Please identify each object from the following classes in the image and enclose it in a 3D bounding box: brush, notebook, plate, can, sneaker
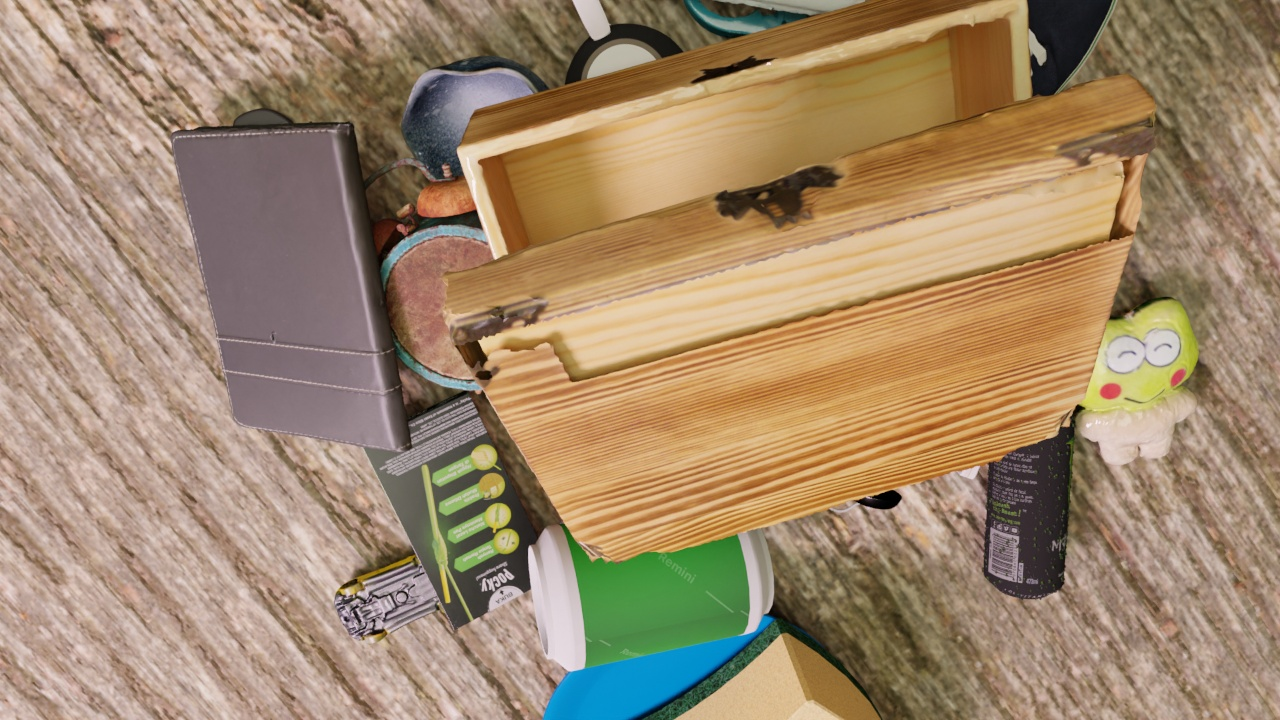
[{"bbox_3d":[0.061,0.318,0.645,0.250,0.075,0.195,-33,116,8],"label":"brush"},{"bbox_3d":[-0.230,-0.047,0.599,0.170,0.029,0.209,7,110,30],"label":"notebook"},{"bbox_3d":[0.038,0.264,0.673,0.224,0.024,0.225,-3,116,-7],"label":"plate"},{"bbox_3d":[0.005,0.137,0.573,0.139,0.088,0.088,-8,101,-13],"label":"can"},{"bbox_3d":[0.211,-0.171,0.568,0.084,0.079,0.235,44,99,-5],"label":"sneaker"},{"bbox_3d":[0.266,0.093,0.630,0.054,0.054,0.138,-1,101,3],"label":"can"}]

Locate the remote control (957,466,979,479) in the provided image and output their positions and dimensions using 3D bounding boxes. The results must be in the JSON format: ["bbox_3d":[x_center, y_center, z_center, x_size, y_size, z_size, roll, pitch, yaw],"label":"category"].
[{"bbox_3d":[0.240,0.011,0.617,0.011,0.050,0.136,19,101,-1],"label":"remote control"}]

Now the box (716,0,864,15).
[{"bbox_3d":[0.050,-0.304,0.536,0.211,0.084,0.186,19,106,15],"label":"box"}]

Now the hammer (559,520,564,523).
[{"bbox_3d":[0.059,0.055,0.635,0.098,0.052,0.328,38,95,-21],"label":"hammer"}]

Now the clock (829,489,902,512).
[{"bbox_3d":[0.161,0.051,0.631,0.091,0.042,0.121,42,99,-7],"label":"clock"}]

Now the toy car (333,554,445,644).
[{"bbox_3d":[-0.174,0.171,0.679,0.107,0.030,0.049,-21,98,1],"label":"toy car"}]

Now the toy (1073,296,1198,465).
[{"bbox_3d":[0.331,0.017,0.618,0.092,0.046,0.115,-15,108,1],"label":"toy"}]

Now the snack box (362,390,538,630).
[{"bbox_3d":[-0.128,0.105,0.652,0.080,0.025,0.147,-26,100,-14],"label":"snack box"}]

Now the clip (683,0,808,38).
[{"bbox_3d":[0.090,-0.234,0.590,0.121,0.033,0.119,21,98,-1],"label":"clip"}]

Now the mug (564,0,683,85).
[{"bbox_3d":[-0.014,-0.180,0.565,0.085,0.100,0.119,-25,99,7],"label":"mug"}]

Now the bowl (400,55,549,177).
[{"bbox_3d":[-0.093,-0.154,0.589,0.110,0.055,0.111,7,141,6],"label":"bowl"}]

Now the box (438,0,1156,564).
[{"bbox_3d":[0.075,-0.017,0.471,0.279,0.220,0.259,-15,119,2],"label":"box"}]

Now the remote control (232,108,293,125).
[{"bbox_3d":[-0.262,-0.111,0.637,0.046,0.009,0.124,7,102,1],"label":"remote control"}]

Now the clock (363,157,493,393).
[{"bbox_3d":[-0.121,-0.061,0.602,0.121,0.073,0.157,-30,111,19],"label":"clock"}]
